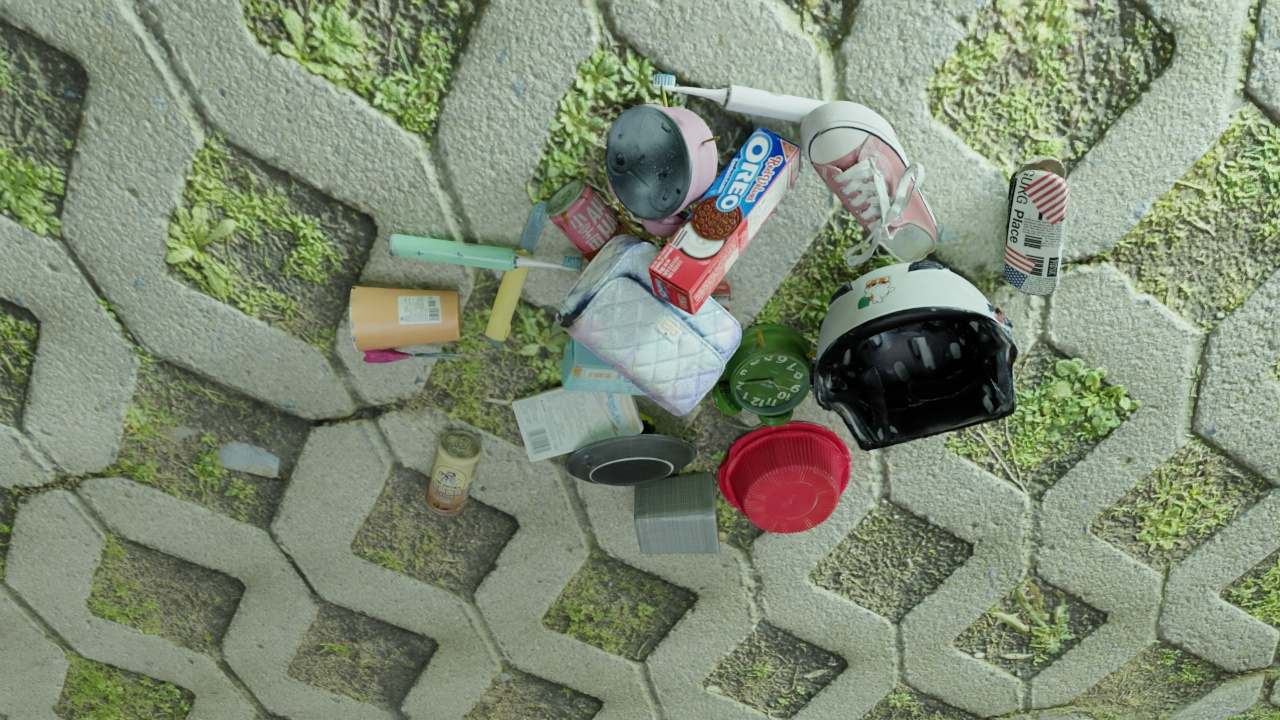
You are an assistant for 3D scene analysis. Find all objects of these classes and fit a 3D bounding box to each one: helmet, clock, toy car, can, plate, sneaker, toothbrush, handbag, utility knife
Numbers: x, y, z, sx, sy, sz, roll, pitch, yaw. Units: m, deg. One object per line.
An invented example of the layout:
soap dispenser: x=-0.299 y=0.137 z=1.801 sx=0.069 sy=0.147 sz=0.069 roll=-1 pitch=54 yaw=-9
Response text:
helmet: x=0.314 y=-0.023 z=1.076 sx=0.230 sy=0.156 sz=0.274 roll=-20 pitch=136 yaw=23
clock: x=0.017 y=-0.196 z=0.969 sx=0.059 sy=0.117 sz=0.159 roll=-23 pitch=152 yaw=-44
toy car: x=-0.004 y=0.109 z=1.249 sx=0.048 sy=0.032 sz=0.105 roll=-2 pitch=139 yaw=-2
can: x=-0.256 y=0.155 z=1.254 sx=0.058 sy=0.058 sz=0.117 roll=13 pitch=126 yaw=-12
plate: x=-0.012 y=0.141 z=1.228 sx=0.179 sy=0.024 sz=0.180 roll=-4 pitch=156 yaw=-2
sneaker: x=0.256 y=-0.176 z=0.991 sx=0.118 sy=0.087 sz=0.241 roll=-25 pitch=132 yaw=28
toothbrush: x=0.120 y=-0.273 z=0.967 sx=0.221 sy=0.026 sz=0.026 roll=8 pitch=103 yaw=-8
clock: x=0.158 y=0.028 z=1.178 sx=0.116 sy=0.056 sz=0.162 roll=16 pitch=125 yaw=-13
can: x=-0.041 y=-0.135 z=1.044 sx=0.058 sy=0.057 sz=0.147 roll=-32 pitch=122 yaw=20
handbag: x=0.014 y=-0.040 z=1.025 sx=0.194 sy=0.075 sz=0.134 roll=38 pitch=91 yaw=-28
toothbrush: x=-0.178 y=-0.120 z=1.057 sx=0.224 sy=0.026 sz=0.027 roll=7 pitch=103 yaw=-1
utility knife: x=-0.147 y=-0.098 z=1.092 sx=0.031 sy=0.022 sz=0.221 roll=14 pitch=132 yaw=-17

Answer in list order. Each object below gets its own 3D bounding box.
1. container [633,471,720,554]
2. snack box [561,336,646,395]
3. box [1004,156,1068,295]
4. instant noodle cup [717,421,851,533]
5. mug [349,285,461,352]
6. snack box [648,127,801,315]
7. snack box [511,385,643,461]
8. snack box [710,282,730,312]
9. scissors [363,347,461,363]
container: x=0.051 y=0.219 z=1.301 sx=0.114 sy=0.090 sz=0.090 roll=-5 pitch=127 yaw=5
snack box: x=-0.007 y=0.007 z=1.132 sx=0.174 sy=0.051 sz=0.074 roll=4 pitch=157 yaw=-13
box: x=0.450 y=-0.144 z=1.045 sx=0.075 sy=0.083 sz=0.164 roll=-5 pitch=130 yaw=9
instant noodle cup: x=0.206 y=0.178 z=1.290 sx=0.194 sy=0.065 sz=0.194 roll=0 pitch=127 yaw=-1
mug: x=-0.277 y=-0.052 z=1.090 sx=0.122 sy=0.078 sz=0.078 roll=-3 pitch=127 yaw=-7
snack box: x=0.091 y=-0.147 z=0.964 sx=0.057 sy=0.207 sz=0.058 roll=33 pitch=166 yaw=20
snack box: x=-0.082 y=0.072 z=1.196 sx=0.157 sy=0.026 sz=0.085 roll=-16 pitch=96 yaw=9
snack box: x=0.033 y=-0.057 z=1.127 sx=0.153 sy=0.025 sz=0.075 roll=-1 pitch=127 yaw=-2
scissors: x=-0.284 y=-0.006 z=1.116 sx=0.133 sy=0.130 sz=0.017 roll=2 pitch=93 yaw=13
